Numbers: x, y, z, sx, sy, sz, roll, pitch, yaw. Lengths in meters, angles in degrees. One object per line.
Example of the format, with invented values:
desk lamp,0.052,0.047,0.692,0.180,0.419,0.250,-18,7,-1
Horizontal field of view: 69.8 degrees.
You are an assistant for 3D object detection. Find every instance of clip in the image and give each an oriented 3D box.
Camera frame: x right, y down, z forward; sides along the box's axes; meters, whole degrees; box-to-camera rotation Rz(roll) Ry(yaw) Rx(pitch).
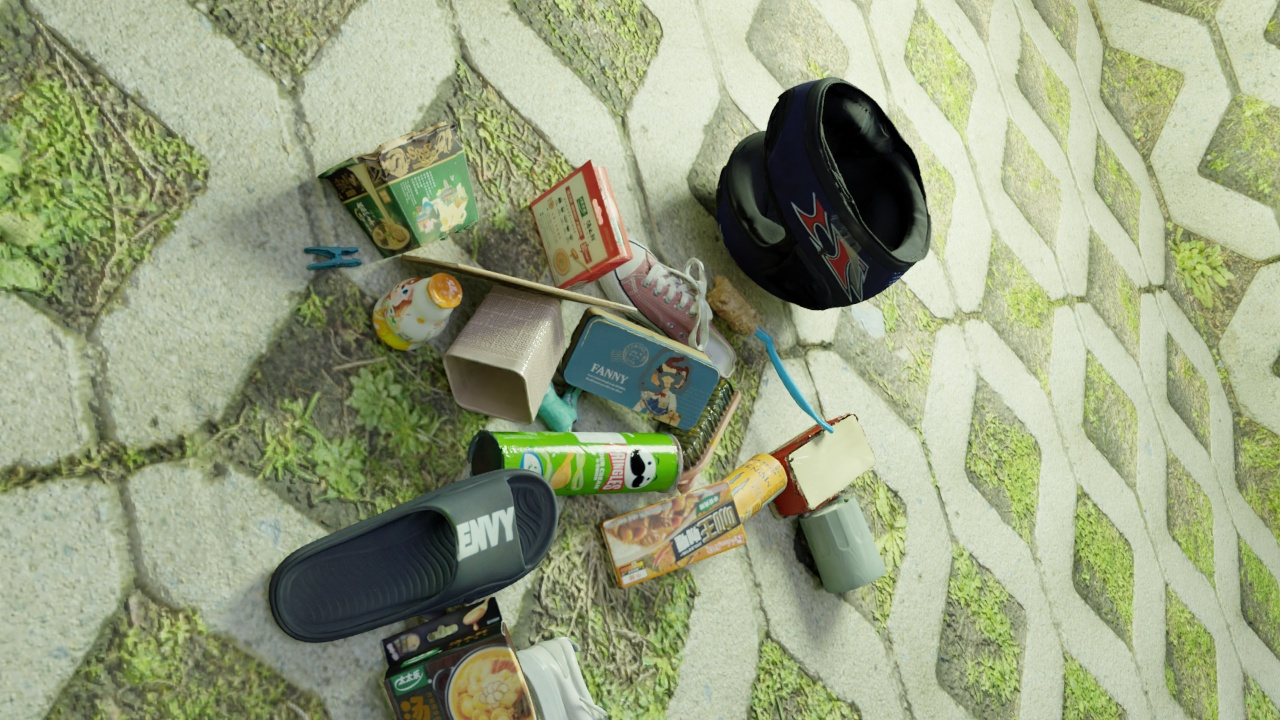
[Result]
clip,-0.302,-0.101,0.902,0.056,0.014,0.043,-6,79,-39

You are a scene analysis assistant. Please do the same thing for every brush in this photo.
brush,0.169,-0.006,1.195,0.254,0.046,0.083,53,9,1
brush,0.070,0.090,1.111,0.145,0.063,0.073,-61,144,-34

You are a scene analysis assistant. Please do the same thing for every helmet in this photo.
helmet,0.217,-0.206,1.205,0.315,0.241,0.246,39,54,-36

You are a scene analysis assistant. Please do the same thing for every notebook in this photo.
notebook,-0.127,-0.080,0.955,0.207,0.148,0.008,12,92,-36

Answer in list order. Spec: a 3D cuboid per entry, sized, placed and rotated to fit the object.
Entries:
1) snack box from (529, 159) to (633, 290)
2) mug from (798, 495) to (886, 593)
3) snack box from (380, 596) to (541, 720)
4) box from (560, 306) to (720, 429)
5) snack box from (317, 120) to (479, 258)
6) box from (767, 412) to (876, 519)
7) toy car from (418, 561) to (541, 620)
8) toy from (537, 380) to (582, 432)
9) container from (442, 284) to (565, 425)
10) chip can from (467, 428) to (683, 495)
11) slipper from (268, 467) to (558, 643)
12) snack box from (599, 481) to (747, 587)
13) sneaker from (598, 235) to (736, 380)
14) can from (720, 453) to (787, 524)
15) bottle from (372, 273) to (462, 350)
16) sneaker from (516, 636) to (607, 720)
snack box,-0.061,-0.152,1.041,0.044,0.127,0.113,-13,84,-41
mug,0.269,0.238,1.217,0.103,0.084,0.123,68,21,3
snack box,-0.161,0.295,0.822,0.113,0.053,0.125,-20,93,-8
box,-0.006,0.006,1.036,0.184,0.059,0.090,20,103,-19
snack box,-0.234,-0.167,0.927,0.118,0.118,0.105,-34,109,-39
box,0.241,0.138,1.218,0.167,0.080,0.091,-24,90,-41
toy car,-0.161,0.194,0.893,0.157,0.042,0.070,-23,90,-36
toy,-0.099,0.043,1.009,0.092,0.030,0.096,51,42,-20
container,-0.133,-0.009,0.943,0.090,0.090,0.110,14,52,13
chip can,-0.066,0.110,0.983,0.235,0.072,0.072,4,72,-38
slipper,-0.187,0.177,0.813,0.267,0.083,0.110,-18,91,-24
snack box,0.037,0.193,1.025,0.153,0.026,0.075,-17,85,-14
sneaker,0.046,-0.068,1.125,0.241,0.088,0.118,47,51,-18
can,0.117,0.169,1.120,0.145,0.058,0.058,-29,94,-42
bottle,-0.214,-0.051,0.892,0.063,0.109,0.063,16,64,-36
sneaker,-0.054,0.387,0.891,0.090,0.090,0.242,-15,78,-46
